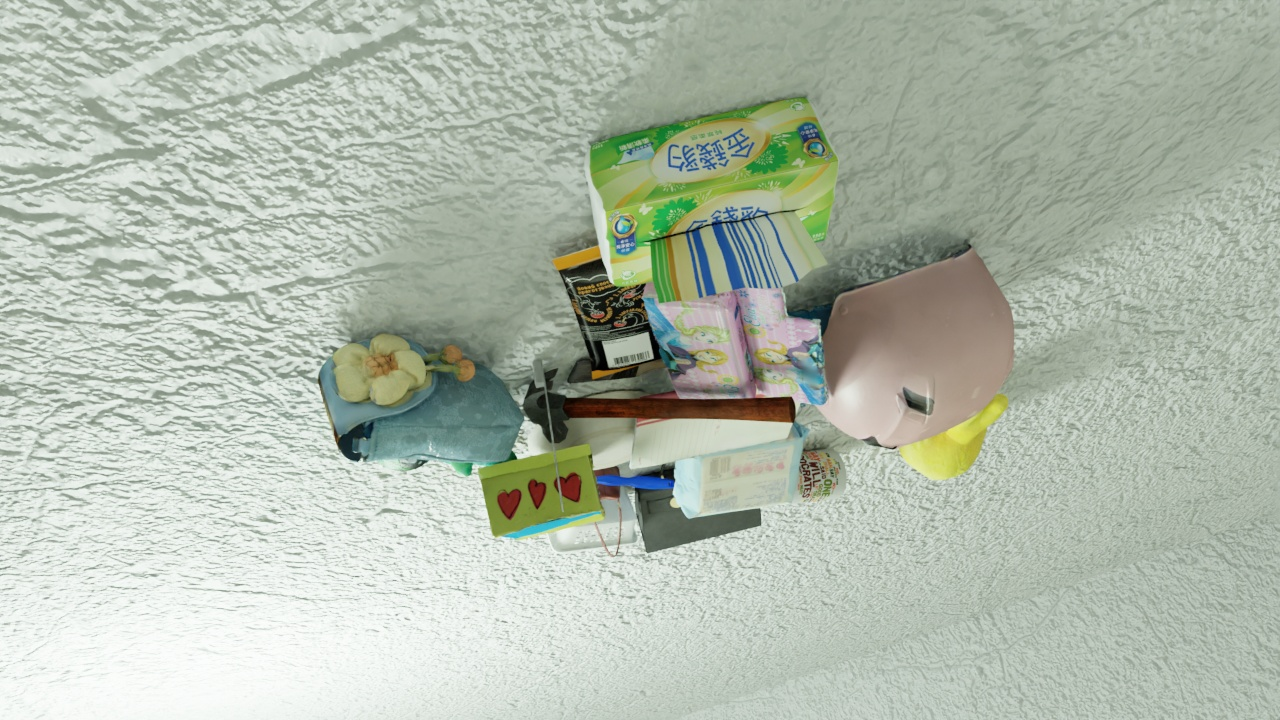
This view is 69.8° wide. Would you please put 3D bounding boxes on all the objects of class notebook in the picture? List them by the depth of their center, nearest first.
[{"bbox_3d":[0.092,0.070,1.094,0.208,0.012,0.153,-10,145,-12],"label":"notebook"}]

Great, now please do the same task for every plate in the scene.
[{"bbox_3d":[-0.044,0.097,1.136,0.188,0.027,0.189,-11,149,-7],"label":"plate"}]

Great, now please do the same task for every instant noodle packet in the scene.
[{"bbox_3d":[0.013,-0.058,0.904,0.160,0.032,0.221,-17,149,-2],"label":"instant noodle packet"}]

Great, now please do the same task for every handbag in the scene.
[{"bbox_3d":[-0.206,0.036,0.882,0.191,0.121,0.119,6,122,-33],"label":"handbag"},{"bbox_3d":[-0.045,0.201,1.213,0.055,0.119,0.029,-6,161,-16],"label":"handbag"},{"bbox_3d":[0.078,0.174,1.303,0.175,0.072,0.196,-13,138,-5],"label":"handbag"}]

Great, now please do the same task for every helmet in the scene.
[{"bbox_3d":[0.301,0.006,1.001,0.229,0.152,0.256,-17,151,-26],"label":"helmet"}]

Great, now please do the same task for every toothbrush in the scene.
[{"bbox_3d":[-0.094,0.073,0.924,0.010,0.181,0.010,-11,144,-2],"label":"toothbrush"},{"bbox_3d":[-0.029,0.158,1.209,0.182,0.016,0.018,8,160,-29],"label":"toothbrush"}]

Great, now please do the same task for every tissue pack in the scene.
[{"bbox_3d":[0.063,-0.110,0.735,0.198,0.141,0.120,-16,149,1],"label":"tissue pack"},{"bbox_3d":[0.133,0.141,1.222,0.181,0.070,0.112,-6,117,-16],"label":"tissue pack"}]

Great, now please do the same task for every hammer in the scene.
[{"bbox_3d":[0.014,0.051,0.972,0.301,0.028,0.111,-1,143,22],"label":"hammer"}]

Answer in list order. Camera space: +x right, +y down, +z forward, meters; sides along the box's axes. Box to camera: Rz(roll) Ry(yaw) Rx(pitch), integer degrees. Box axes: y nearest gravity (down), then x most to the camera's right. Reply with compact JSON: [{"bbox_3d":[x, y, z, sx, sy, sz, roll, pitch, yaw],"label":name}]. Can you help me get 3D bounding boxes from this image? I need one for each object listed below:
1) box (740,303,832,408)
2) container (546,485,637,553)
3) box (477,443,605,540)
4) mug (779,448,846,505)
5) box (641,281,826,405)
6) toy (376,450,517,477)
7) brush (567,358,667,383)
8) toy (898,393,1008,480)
[{"bbox_3d":[0.179,0.013,1.096,0.174,0.033,0.232,-10,148,-11],"label":"box"},{"bbox_3d":[-0.066,0.215,1.271,0.129,0.080,0.050,-2,135,-26],"label":"container"},{"bbox_3d":[-0.104,0.149,1.022,0.124,0.081,0.221,-14,167,-3],"label":"box"},{"bbox_3d":[0.237,0.171,1.351,0.089,0.073,0.105,-3,173,-20],"label":"mug"},{"bbox_3d":[0.099,-0.006,0.899,0.159,0.035,0.230,5,154,16],"label":"box"},{"bbox_3d":[-0.227,0.088,1.003,0.193,0.072,0.131,14,174,-41],"label":"toy"},{"bbox_3d":[-0.006,0.006,1.019,0.151,0.012,0.039,-6,148,-16],"label":"brush"},{"bbox_3d":[0.447,0.105,1.311,0.133,0.092,0.208,-9,147,-16],"label":"toy"}]
